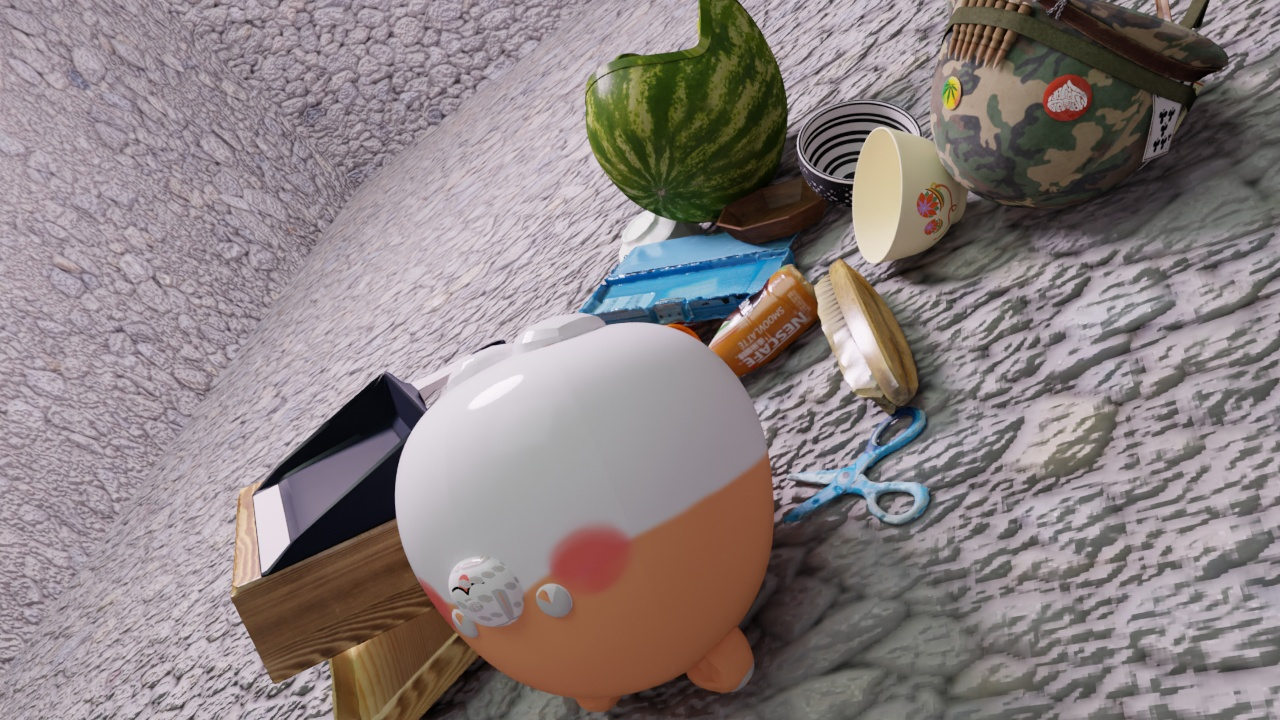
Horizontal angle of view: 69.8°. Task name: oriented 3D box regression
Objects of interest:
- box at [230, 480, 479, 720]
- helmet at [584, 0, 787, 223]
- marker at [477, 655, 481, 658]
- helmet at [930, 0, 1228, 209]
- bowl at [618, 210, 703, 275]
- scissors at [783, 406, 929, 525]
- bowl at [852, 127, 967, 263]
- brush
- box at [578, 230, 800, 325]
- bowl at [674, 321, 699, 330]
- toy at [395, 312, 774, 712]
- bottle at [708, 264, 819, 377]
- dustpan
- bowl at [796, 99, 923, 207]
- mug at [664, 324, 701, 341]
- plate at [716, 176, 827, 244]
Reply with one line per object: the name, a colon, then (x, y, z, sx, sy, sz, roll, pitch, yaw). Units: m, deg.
box: (-0.236, 0.207, 0.916, 0.258, 0.221, 0.279, -25, 16, -16)
helmet: (0.058, -0.280, 1.080, 0.214, 0.243, 0.246, -19, 32, 46)
marker: (-0.104, 0.232, 0.840, 0.145, 0.021, 0.023, -37, -9, 17)
helmet: (0.325, -0.233, 0.686, 0.224, 0.192, 0.236, -170, 94, -74)
bowl: (0.016, -0.151, 1.163, 0.118, 0.061, 0.117, -34, 30, 22)
scissors: (0.165, 0.079, 0.689, 0.138, 0.012, 0.127, -8, 46, 53)
bowl: (0.243, -0.144, 0.809, 0.074, 0.118, 0.117, -1, 31, -6)
brush: (0.182, -0.023, 0.754, 0.043, 0.059, 0.195, -45, 26, 25)
box: (0.060, -0.097, 1.000, 0.232, 0.033, 0.174, -6, 34, 32)
bowl: (0.017, -0.051, 1.050, 0.122, 0.035, 0.121, -34, 29, 22)
toy: (-0.034, 0.111, 0.652, 0.264, 0.280, 0.265, -23, -1, 34)
bottle: (0.097, -0.016, 0.863, 0.167, 0.059, 0.059, -43, 27, 11)
dustpan: (-0.239, 0.067, 0.858, 0.272, 0.080, 0.236, -24, 18, -19)
bowl: (0.219, -0.197, 0.921, 0.120, 0.066, 0.120, -6, 54, 8)
mug: (-0.005, 0.005, 0.925, 0.096, 0.112, 0.077, -6, 84, 52)
plate: (0.147, -0.160, 0.992, 0.131, 0.025, 0.131, -18, 24, 8)
